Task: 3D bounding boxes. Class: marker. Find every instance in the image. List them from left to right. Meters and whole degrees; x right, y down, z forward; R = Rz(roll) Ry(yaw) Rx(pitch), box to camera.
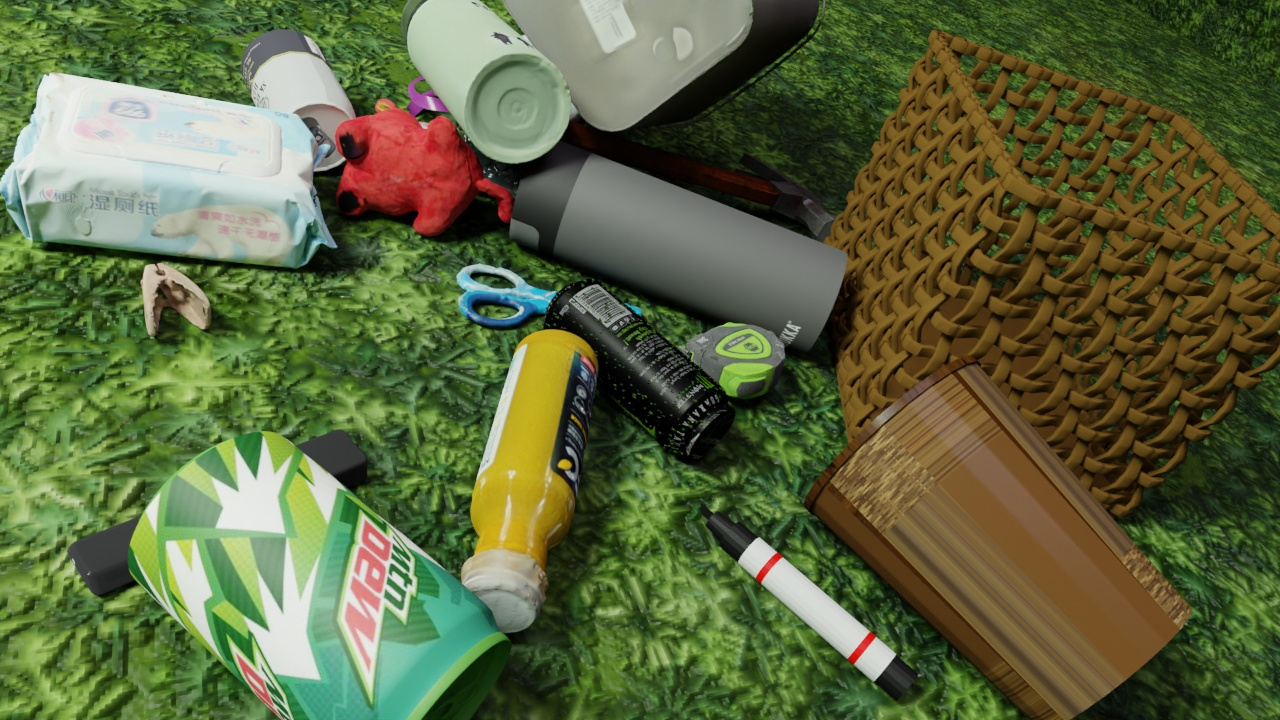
[{"bbox_3d":[0.087,0.128,0.506,0.145,0.019,0.019,39,41,21],"label":"marker"}]

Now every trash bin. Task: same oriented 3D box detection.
[{"bbox_3d":[0.017,-0.291,0.729,0.197,0.198,0.219,54,26,-9],"label":"trash bin"}]

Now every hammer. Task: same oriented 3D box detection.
[{"bbox_3d":[0.036,-0.164,0.784,0.300,0.028,0.111,8,33,-34],"label":"hammer"}]

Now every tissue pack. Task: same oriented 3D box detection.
[{"bbox_3d":[-0.289,-0.120,0.584,0.181,0.070,0.112,3,41,-24],"label":"tissue pack"}]

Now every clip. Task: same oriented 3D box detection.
[{"bbox_3d":[-0.268,-0.037,0.532,0.039,0.024,0.060,-1,39,-26],"label":"clip"}]

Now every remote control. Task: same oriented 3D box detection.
[{"bbox_3d":[-0.198,0.069,0.444,0.032,0.015,0.136,42,42,24],"label":"remote control"}]

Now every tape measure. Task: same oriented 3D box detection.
[{"bbox_3d":[0.068,0.002,0.638,0.059,0.036,0.065,35,42,31],"label":"tape measure"}]

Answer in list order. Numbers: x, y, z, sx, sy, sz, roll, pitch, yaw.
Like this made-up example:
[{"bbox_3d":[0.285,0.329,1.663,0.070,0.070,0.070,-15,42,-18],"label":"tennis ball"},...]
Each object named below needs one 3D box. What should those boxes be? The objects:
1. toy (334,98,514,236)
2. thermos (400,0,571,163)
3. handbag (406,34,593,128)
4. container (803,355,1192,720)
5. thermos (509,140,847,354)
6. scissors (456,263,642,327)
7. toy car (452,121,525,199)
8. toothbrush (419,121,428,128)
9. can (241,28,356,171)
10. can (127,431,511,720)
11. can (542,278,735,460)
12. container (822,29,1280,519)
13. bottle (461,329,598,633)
[{"bbox_3d":[-0.151,-0.146,0.678,0.133,0.088,0.094,17,27,-9],"label":"toy"},{"bbox_3d":[-0.127,-0.222,0.692,0.082,0.082,0.231,-2,32,-27],"label":"thermos"},{"bbox_3d":[-0.126,-0.238,0.819,0.169,0.068,0.144,-22,55,-34],"label":"handbag"},{"bbox_3d":[0.197,0.102,0.511,0.131,0.132,0.167,-19,59,-40],"label":"container"},{"bbox_3d":[0.024,-0.086,0.683,0.240,0.082,0.082,21,38,-1],"label":"thermos"},{"bbox_3d":[-0.062,-0.041,0.647,0.134,0.015,0.066,8,39,-21],"label":"scissors"},{"bbox_3d":[-0.111,-0.156,0.733,0.105,0.048,0.033,16,6,-10],"label":"toy car"},{"bbox_3d":[-0.125,-0.169,0.765,0.135,0.016,0.021,20,38,-2],"label":"toothbrush"},{"bbox_3d":[-0.256,-0.194,0.693,0.064,0.064,0.127,-7,46,-32],"label":"can"},{"bbox_3d":[-0.132,0.101,0.382,0.144,0.083,0.082,35,40,16],"label":"can"},{"bbox_3d":[-0.003,0.003,0.585,0.137,0.054,0.053,42,42,23],"label":"can"},{"bbox_3d":[0.282,-0.065,0.672,0.219,0.215,0.251,16,38,-8],"label":"container"},{"bbox_3d":[-0.058,0.058,0.494,0.053,0.053,0.185,16,38,-7],"label":"bottle"}]
